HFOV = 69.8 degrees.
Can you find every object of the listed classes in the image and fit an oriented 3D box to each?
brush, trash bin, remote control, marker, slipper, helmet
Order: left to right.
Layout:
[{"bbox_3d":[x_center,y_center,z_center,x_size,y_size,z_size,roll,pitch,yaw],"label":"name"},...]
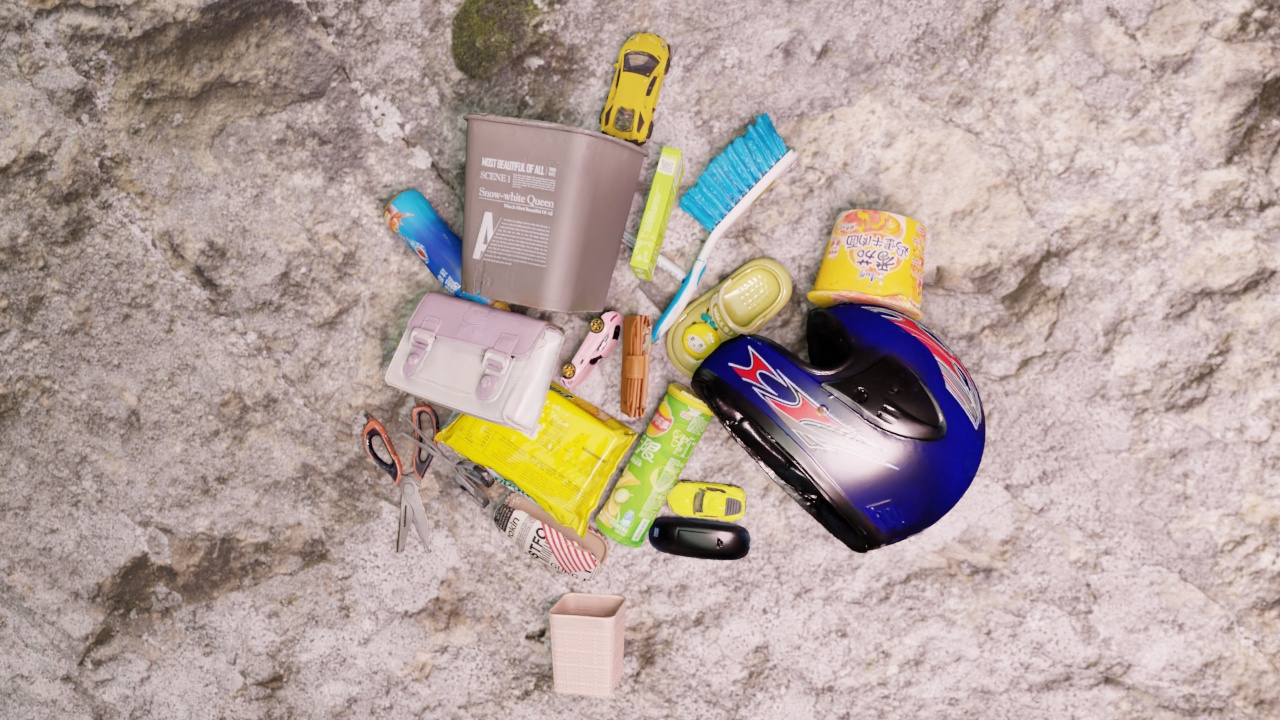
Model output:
[{"bbox_3d":[-0.120,-0.180,1.154,0.199,0.198,0.220,13,98,21],"label":"trash bin"},{"bbox_3d":[0.008,-0.146,1.221,0.146,0.017,0.017,35,98,9],"label":"marker"},{"bbox_3d":[0.076,0.236,1.212,0.136,0.024,0.053,4,91,12],"label":"remote control"},{"bbox_3d":[0.086,-0.168,1.178,0.109,0.060,0.314,45,95,2],"label":"brush"},{"bbox_3d":[0.109,-0.059,1.171,0.191,0.081,0.091,-42,81,7],"label":"slipper"},{"bbox_3d":[0.246,0.050,1.063,0.240,0.247,0.315,-44,79,-9],"label":"helmet"}]

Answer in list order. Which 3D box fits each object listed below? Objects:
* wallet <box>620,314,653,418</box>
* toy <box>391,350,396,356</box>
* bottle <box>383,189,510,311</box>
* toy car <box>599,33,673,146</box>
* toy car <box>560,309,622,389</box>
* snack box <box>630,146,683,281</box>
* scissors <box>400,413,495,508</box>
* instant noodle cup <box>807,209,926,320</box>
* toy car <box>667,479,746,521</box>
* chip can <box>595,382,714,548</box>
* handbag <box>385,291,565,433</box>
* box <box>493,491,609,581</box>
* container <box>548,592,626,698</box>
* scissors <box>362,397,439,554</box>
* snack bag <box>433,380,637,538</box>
[{"bbox_3d":[-0.007,0.007,1.184,0.031,0.108,0.132,2,92,-8],"label":"wallet"},{"bbox_3d":[-0.284,-0.013,1.274,0.108,0.039,0.084,-40,82,5],"label":"toy"},{"bbox_3d":[-0.260,-0.138,1.252,0.065,0.065,0.218,-44,82,9],"label":"bottle"},{"bbox_3d":[-0.008,-0.357,1.207,0.071,0.041,0.156,18,93,10],"label":"toy car"},{"bbox_3d":[-0.062,-0.013,1.220,0.037,0.056,0.122,35,98,15],"label":"toy car"},{"bbox_3d":[0.022,-0.185,1.171,0.026,0.086,0.156,16,87,6],"label":"snack box"},{"bbox_3d":[-0.259,0.138,1.245,0.181,0.014,0.159,16,140,38],"label":"scissors"},{"bbox_3d":[0.282,-0.115,1.111,0.138,0.138,0.109,13,86,11],"label":"instant noodle cup"},{"bbox_3d":[0.086,0.185,1.206,0.105,0.032,0.048,4,93,13],"label":"toy car"},{"bbox_3d":[0.018,0.139,1.198,0.072,0.072,0.221,30,97,10],"label":"chip can"},{"bbox_3d":[-0.212,-0.003,1.177,0.197,0.098,0.144,15,76,25],"label":"handbag"},{"bbox_3d":[-0.118,0.236,1.248,0.163,0.080,0.075,25,127,9],"label":"box"},{"bbox_3d":[-0.069,0.377,1.216,0.090,0.090,0.111,1,94,12],"label":"container"},{"bbox_3d":[-0.333,0.160,1.302,0.221,0.015,0.190,44,99,7],"label":"scissors"},{"bbox_3d":[-0.136,0.104,1.219,0.246,0.068,0.158,31,86,12],"label":"snack bag"}]
